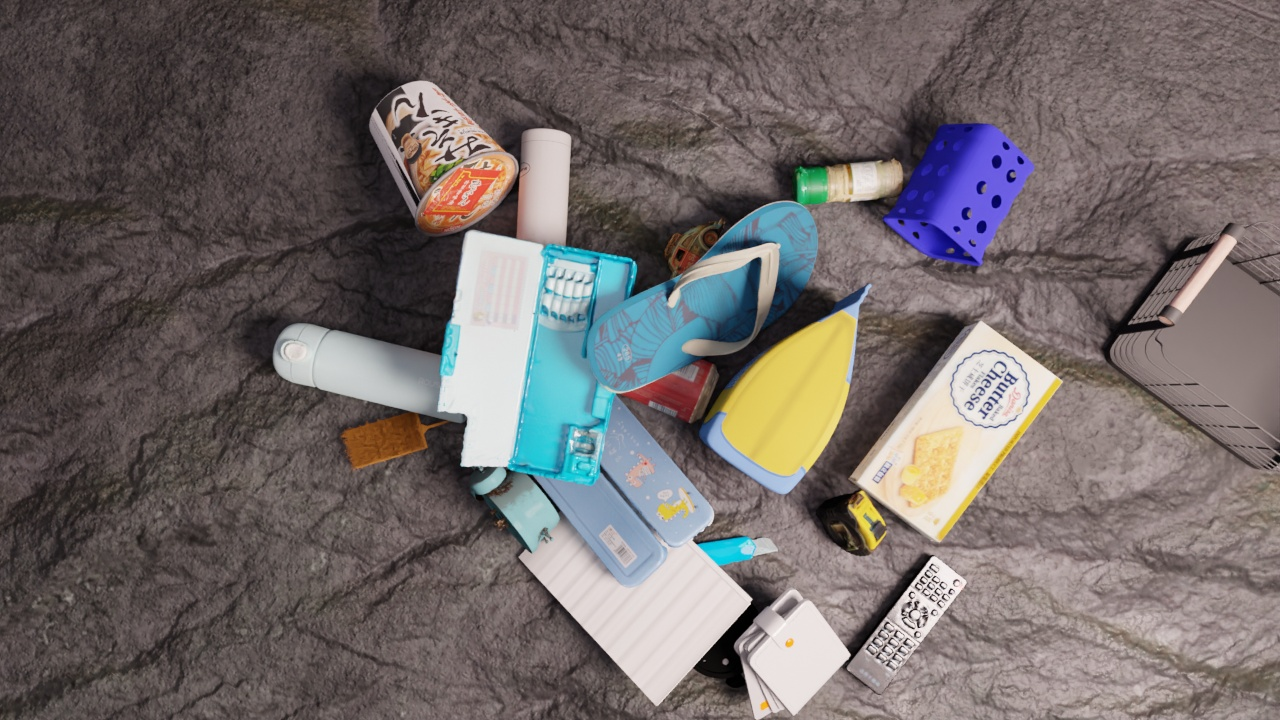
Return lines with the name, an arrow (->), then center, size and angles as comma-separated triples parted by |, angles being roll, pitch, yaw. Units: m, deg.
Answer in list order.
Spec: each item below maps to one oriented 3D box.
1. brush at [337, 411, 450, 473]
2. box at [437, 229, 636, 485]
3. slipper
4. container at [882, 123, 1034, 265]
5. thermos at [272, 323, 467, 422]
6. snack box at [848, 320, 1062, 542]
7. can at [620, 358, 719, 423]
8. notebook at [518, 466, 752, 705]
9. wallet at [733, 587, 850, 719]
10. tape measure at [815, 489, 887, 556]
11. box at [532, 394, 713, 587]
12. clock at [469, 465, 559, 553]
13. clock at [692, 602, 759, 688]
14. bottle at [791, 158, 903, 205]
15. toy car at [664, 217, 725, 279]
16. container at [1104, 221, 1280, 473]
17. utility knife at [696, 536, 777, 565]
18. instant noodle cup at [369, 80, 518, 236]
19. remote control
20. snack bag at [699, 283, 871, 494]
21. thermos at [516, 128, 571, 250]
brush -> -0.256, 0.079, 0.991 | 0.126, 0.017, 0.048 | -16, 87, 3
box -> -0.105, -0.002, 0.894 | 0.181, 0.072, 0.227 | 9, 94, -17
slipper -> 0.080, -0.057, 0.905 | 0.294, 0.060, 0.118 | -31, 117, -22
container -> 0.320, -0.169, 0.924 | 0.084, 0.085, 0.113 | 31, 88, -28
thermos -> -0.278, 0.011, 0.967 | 0.207, 0.078, 0.065 | 14, 88, 1
snack box -> 0.320, 0.072, 0.938 | 0.104, 0.057, 0.208 | 37, 91, 4
can -> -0.006, 0.006, 0.954 | 0.170, 0.067, 0.067 | 22, 89, 3
notebook -> -0.009, 0.225, 0.948 | 0.210, 0.009, 0.142 | 42, 91, 19
wallet -> 0.143, 0.302, 0.920 | 0.115, 0.037, 0.118 | -43, 120, -11
tape measure -> 0.216, 0.169, 0.936 | 0.038, 0.067, 0.062 | -40, 95, -30
box -> -0.032, 0.120, 0.950 | 0.127, 0.034, 0.209 | -41, 74, 0
clock -> -0.136, 0.142, 0.949 | 0.053, 0.090, 0.124 | -39, 87, -18
clock -> 0.093, 0.286, 0.951 | 0.121, 0.042, 0.091 | 28, 90, 4
bottle -> 0.216, -0.187, 0.961 | 0.111, 0.043, 0.043 | -5, 88, 2
toy car -> 0.048, -0.106, 0.965 | 0.047, 0.047, 0.112 | 28, 89, 3
container -> 0.605, -0.009, 0.888 | 0.241, 0.130, 0.163 | 37, 90, 4
utility knife -> 0.059, 0.210, 0.970 | 0.175, 0.015, 0.031 | -10, 90, 1
instant noodle cup -> -0.212, -0.216, 0.955 | 0.123, 0.123, 0.121 | -37, 77, 1
remote control -> 0.274, 0.273, 0.954 | 0.047, 0.022, 0.150 | 39, 89, 4
snack bag -> 0.151, 0.020, 0.900 | 0.102, 0.159, 0.205 | 34, 89, 3
thermos -> -0.105, -0.129, 0.972 | 0.052, 0.052, 0.224 | 3, 88, 3
